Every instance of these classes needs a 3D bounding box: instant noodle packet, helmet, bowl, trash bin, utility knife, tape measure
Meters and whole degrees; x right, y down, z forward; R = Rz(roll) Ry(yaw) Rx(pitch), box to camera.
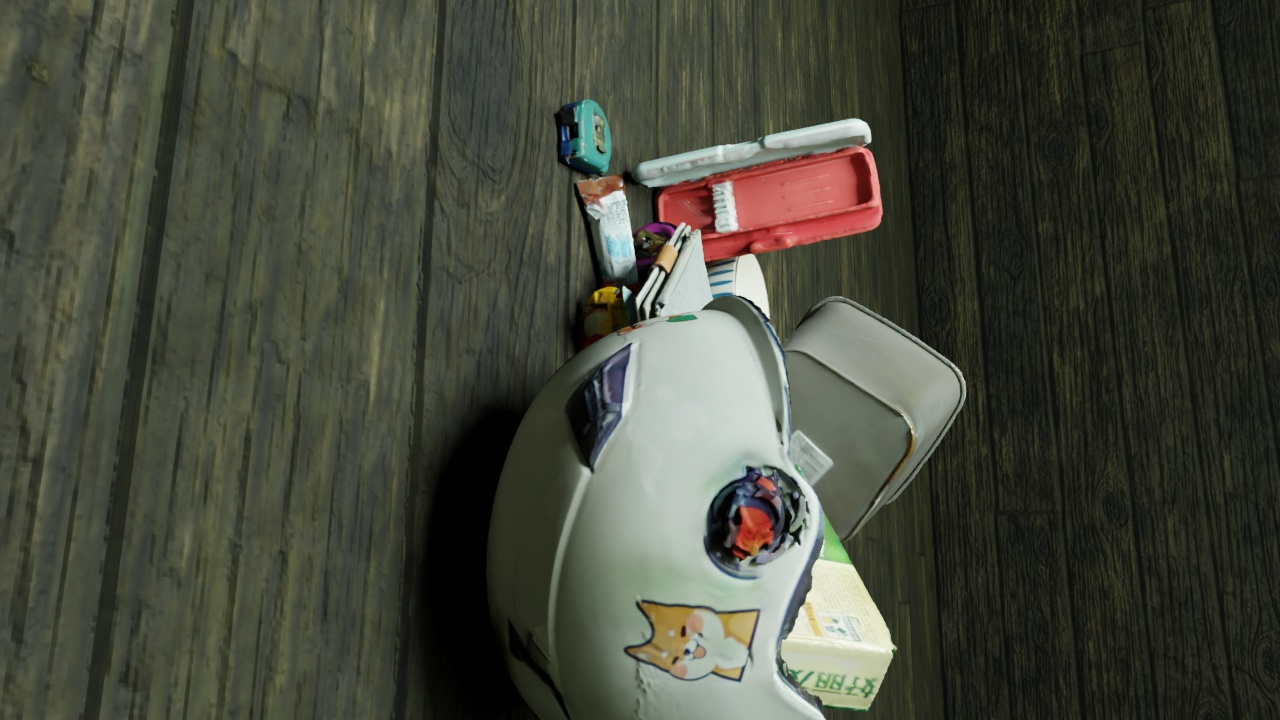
[{"bbox_3d":[-0.004,0.004,0.722,0.128,0.044,0.110,9,83,-62],"label":"instant noodle packet"},{"bbox_3d":[-0.009,0.103,0.523,0.230,0.156,0.274,-164,-109,-72],"label":"helmet"},{"bbox_3d":[0.081,-0.049,0.903,0.116,0.066,0.116,-6,90,-68],"label":"bowl"},{"bbox_3d":[0.196,0.065,0.930,0.199,0.199,0.219,-62,164,21],"label":"trash bin"},{"bbox_3d":[0.001,0.034,0.672,0.030,0.019,0.183,-42,122,-63],"label":"utility knife"},{"bbox_3d":[0.014,-0.088,0.766,0.057,0.058,0.039,-53,137,-17],"label":"tape measure"},{"bbox_3d":[-0.040,-0.170,0.698,0.058,0.025,0.054,6,81,-67],"label":"tape measure"}]

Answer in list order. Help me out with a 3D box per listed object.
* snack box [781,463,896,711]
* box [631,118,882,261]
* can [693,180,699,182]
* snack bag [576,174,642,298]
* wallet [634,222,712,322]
[{"bbox_3d":[0.094,0.156,0.705,0.239,0.114,0.063,-109,-149,-64],"label":"snack box"},{"bbox_3d":[0.102,-0.142,0.793,0.100,0.201,0.094,-9,90,-73],"label":"box"},{"bbox_3d":[0.082,-0.145,0.890,0.066,0.094,0.066,-5,90,-66],"label":"can"},{"bbox_3d":[-0.022,-0.092,0.720,0.045,0.026,0.105,-19,107,-33],"label":"snack bag"},{"bbox_3d":[0.026,-0.035,0.700,0.129,0.037,0.107,-66,147,-53],"label":"wallet"}]
